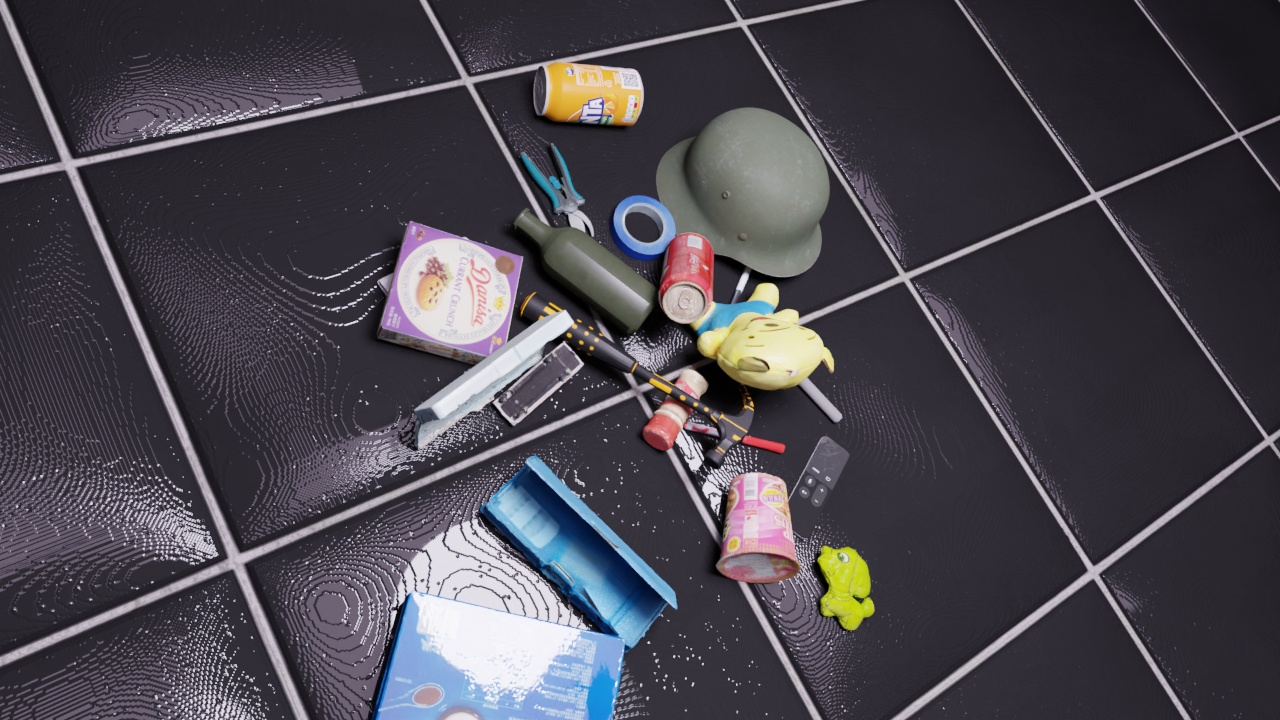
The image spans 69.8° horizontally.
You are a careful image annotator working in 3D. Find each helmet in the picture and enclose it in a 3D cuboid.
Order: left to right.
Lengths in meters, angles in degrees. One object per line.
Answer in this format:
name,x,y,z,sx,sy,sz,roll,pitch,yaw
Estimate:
helmet,0.167,-0.249,1.277,0.226,0.154,0.268,-32,81,-30

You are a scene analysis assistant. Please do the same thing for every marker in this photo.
marker,0.120,0.098,1.181,0.142,0.013,0.012,15,62,-14
marker,0.152,-0.129,1.300,0.011,0.011,0.151,29,60,-7
marker,0.222,0.029,1.250,0.140,0.016,0.016,47,59,4

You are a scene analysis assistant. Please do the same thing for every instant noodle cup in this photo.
instant noodle cup,0.142,0.199,1.102,0.097,0.098,0.108,15,55,-14

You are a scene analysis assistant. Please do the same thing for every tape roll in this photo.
tape roll,0.003,-0.183,1.263,0.091,0.016,0.093,-20,75,-27

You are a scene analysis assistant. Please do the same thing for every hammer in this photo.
hammer,-0.007,0.007,1.131,0.320,0.036,0.123,31,57,6

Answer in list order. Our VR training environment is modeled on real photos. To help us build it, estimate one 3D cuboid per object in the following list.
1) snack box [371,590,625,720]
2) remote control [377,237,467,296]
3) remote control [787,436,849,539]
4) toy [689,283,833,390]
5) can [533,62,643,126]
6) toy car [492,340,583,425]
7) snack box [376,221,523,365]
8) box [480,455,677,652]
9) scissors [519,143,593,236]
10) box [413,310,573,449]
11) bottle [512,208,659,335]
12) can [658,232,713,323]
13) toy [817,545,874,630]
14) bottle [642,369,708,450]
snack box,-0.146,0.357,0.931,0.238,0.056,0.195,17,64,-13
remote control,-0.260,-0.114,1.132,0.130,0.012,0.033,-34,82,-30
remote control,0.227,0.164,1.194,0.045,0.008,0.146,37,59,-2
toy,0.149,-0.023,1.160,0.148,0.084,0.214,-12,28,-17
can,-0.072,-0.373,1.286,0.142,0.079,0.079,-2,67,-22
toy car,-0.121,0.028,1.101,0.113,0.039,0.039,-42,85,-4
snack box,-0.226,-0.077,1.102,0.148,0.041,0.143,16,66,-19
box,-0.057,0.204,1.012,0.231,0.102,0.094,45,58,3
scissors,-0.112,-0.234,1.242,0.153,0.019,0.127,23,62,-12
box,-0.170,0.018,1.034,0.196,0.137,0.049,-38,86,-31
bottle,-0.072,-0.120,1.174,0.207,0.072,0.071,38,59,-1
can,0.060,-0.108,1.179,0.067,0.067,0.169,26,27,-8
toy,0.253,0.278,1.137,0.094,0.036,0.093,36,66,-3
bottle,0.045,0.061,1.152,0.044,0.044,0.108,36,59,-3
